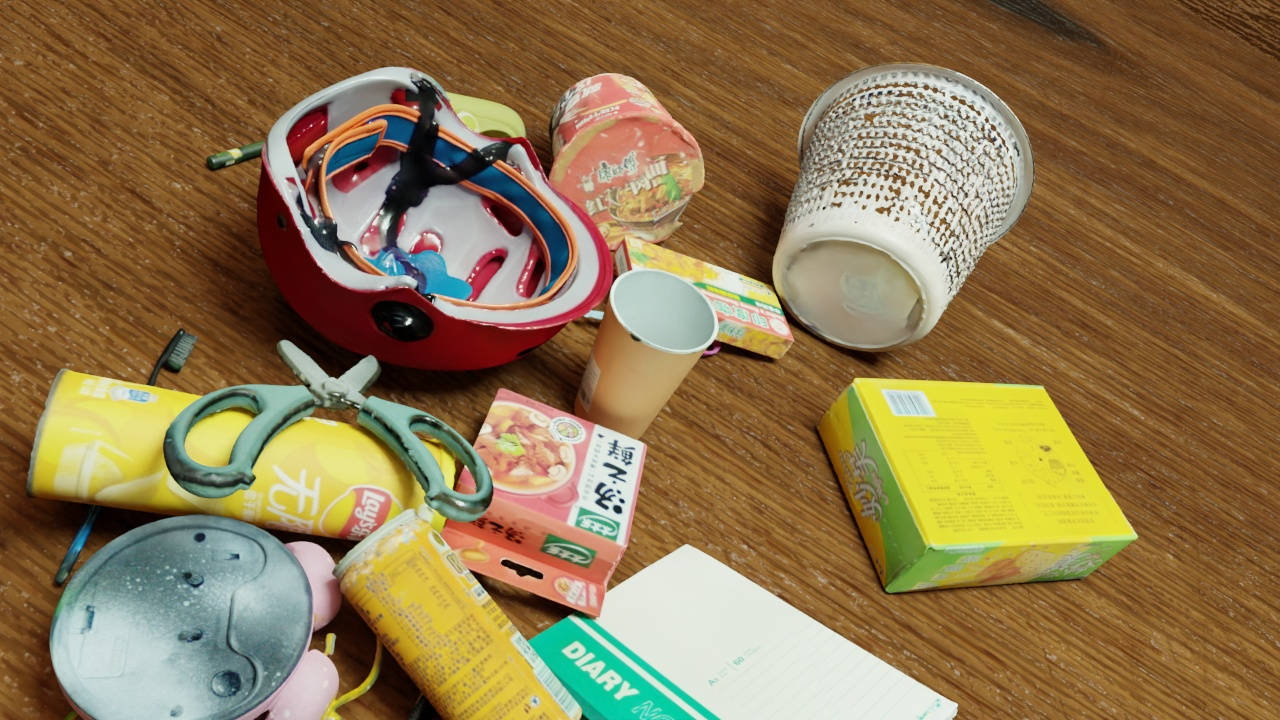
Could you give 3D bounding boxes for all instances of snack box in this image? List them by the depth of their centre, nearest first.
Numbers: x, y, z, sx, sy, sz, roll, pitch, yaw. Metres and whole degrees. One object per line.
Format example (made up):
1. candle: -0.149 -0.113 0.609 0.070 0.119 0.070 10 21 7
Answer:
1. snack box: -0.061 0.088 0.600 0.113 0.044 0.126 22 34 -7
2. snack box: 0.267 0.098 0.742 0.209 0.070 0.157 3 49 -24
3. snack box: 0.054 -0.054 0.790 0.155 0.027 0.077 16 38 -24

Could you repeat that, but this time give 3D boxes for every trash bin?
1. trash bin: 0.223 -0.123 0.841 0.227 0.228 0.191 30 57 2

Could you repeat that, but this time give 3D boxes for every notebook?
1. notebook: 0.047 0.184 0.524 0.150 0.012 0.209 -24 32 -36

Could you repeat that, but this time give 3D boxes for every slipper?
1. slipper: -0.178 -0.177 0.772 0.190 0.092 0.081 -6 56 -34

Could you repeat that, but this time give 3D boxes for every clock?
1. clock: -0.214 0.146 0.478 0.158 0.060 0.117 4 48 -20

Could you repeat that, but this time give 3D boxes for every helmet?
1. helmet: -0.153 -0.076 0.653 0.240 0.144 0.206 33 43 -11

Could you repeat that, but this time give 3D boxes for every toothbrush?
1. toothbrush: -0.307 0.050 0.554 0.016 0.014 0.189 32 39 -30
2. toothbrush: -0.289 -0.197 0.791 0.017 0.012 0.185 37 45 18

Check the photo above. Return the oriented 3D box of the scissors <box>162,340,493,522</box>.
1. scissors: -0.172 0.043 0.495 0.170 0.019 0.178 38 29 20

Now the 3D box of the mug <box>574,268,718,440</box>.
1. mug: -0.004 0.004 0.661 0.078 0.123 0.078 14 45 -15

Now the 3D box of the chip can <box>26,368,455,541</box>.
1. chip can: -0.218 0.061 0.524 0.213 0.072 0.072 14 45 -24

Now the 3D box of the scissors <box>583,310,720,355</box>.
1. scissors: 0.012 -0.031 0.775 0.135 0.017 0.133 25 40 -10

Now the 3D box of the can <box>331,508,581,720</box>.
1. can: -0.098 0.152 0.492 0.146 0.058 0.058 49 47 6

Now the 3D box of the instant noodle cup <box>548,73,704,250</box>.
1. instant noodle cup: -0.024 -0.185 0.826 0.137 0.138 0.108 5 40 -21

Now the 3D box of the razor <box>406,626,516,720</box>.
1. razor: -0.118 0.194 0.504 0.042 0.022 0.142 37 42 -6
